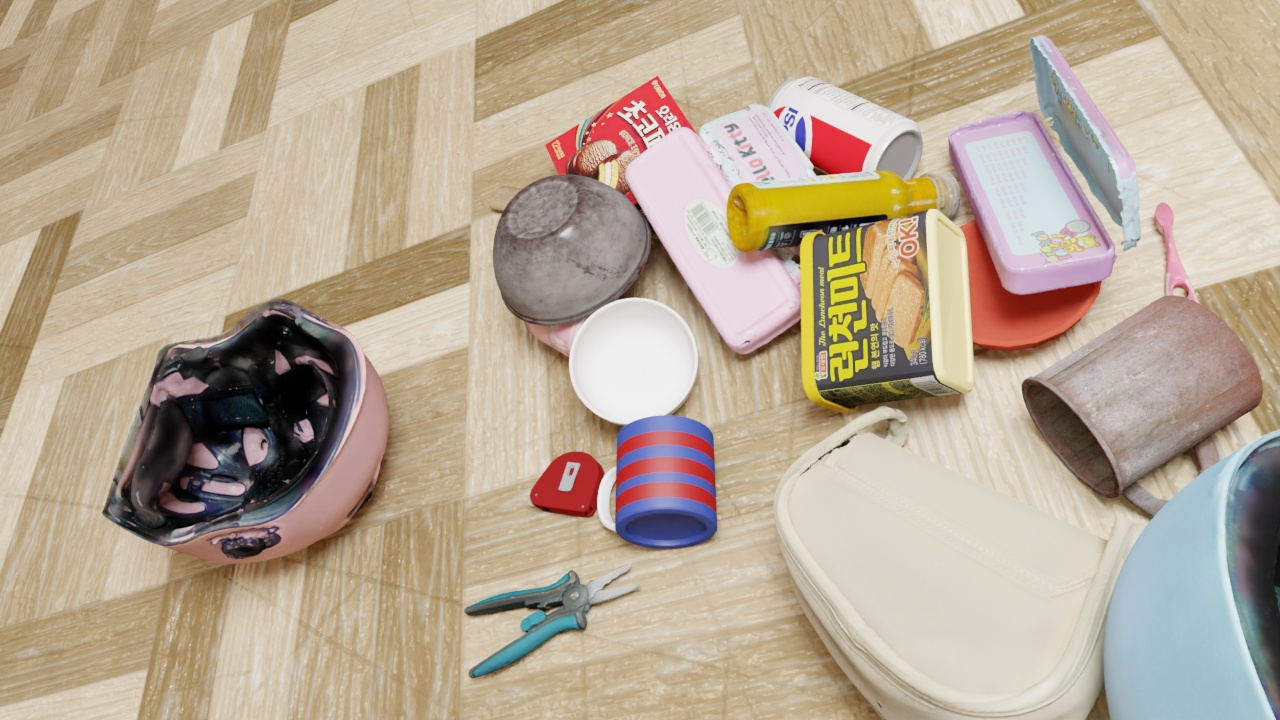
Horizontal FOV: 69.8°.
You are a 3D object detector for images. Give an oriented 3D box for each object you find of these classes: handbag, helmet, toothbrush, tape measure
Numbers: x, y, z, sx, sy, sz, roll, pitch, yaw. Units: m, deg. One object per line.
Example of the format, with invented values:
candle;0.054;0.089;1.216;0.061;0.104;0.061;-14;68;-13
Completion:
handbag;0.184;0.141;0.567;0.183;0.132;0.229;-35;38;-21
helmet;-0.327;0.079;0.819;0.256;0.152;0.229;-19;50;12
toothbrush;0.380;-0.055;0.648;0.022;0.016;0.134;-7;59;23
tape measure;-0.060;0.100;0.758;0.059;0.019;0.051;3;61;28
helmet;0.312;0.165;0.407;0.224;0.167;0.265;-33;83;-35

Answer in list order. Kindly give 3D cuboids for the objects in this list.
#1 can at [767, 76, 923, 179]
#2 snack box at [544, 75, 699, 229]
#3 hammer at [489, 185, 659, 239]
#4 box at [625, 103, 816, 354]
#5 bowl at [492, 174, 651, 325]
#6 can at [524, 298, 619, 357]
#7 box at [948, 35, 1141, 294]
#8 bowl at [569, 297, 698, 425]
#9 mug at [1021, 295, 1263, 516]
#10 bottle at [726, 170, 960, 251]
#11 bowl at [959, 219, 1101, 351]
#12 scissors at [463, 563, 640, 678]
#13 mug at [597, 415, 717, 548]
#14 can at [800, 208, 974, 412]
can;0.176;-0.198;0.806;0.070;0.070;0.132;-44;51;-6
snack box;-0.009;-0.190;0.886;0.133;0.036;0.152;-30;48;6
hammer;-0.025;-0.136;0.900;0.332;0.031;0.119;15;66;36
box;0.090;-0.120;0.766;0.155;0.059;0.201;-30;71;0
bowl;-0.070;-0.107;0.784;0.145;0.067;0.144;-13;51;17
can;-0.055;-0.036;0.816;0.076;0.067;0.067;30;75;38
box;0.285;-0.151;0.664;0.090;0.093;0.213;-10;40;13
bowl;-0.004;0.004;0.759;0.105;0.054;0.104;-1;80;3
mug;0.323;0.035;0.579;0.110;0.096;0.123;-33;86;7
bottle;0.163;-0.121;0.728;0.186;0.053;0.053;-8;50;-15
bowl;0.276;-0.054;0.684;0.122;0.035;0.121;-13;54;18
scissors;-0.077;0.195;0.705;0.121;0.019;0.150;25;67;40
mug;0.006;0.100;0.700;0.112;0.075;0.076;-30;46;38
can;0.178;-0.035;0.664;0.101;0.072;0.130;-10;72;39
